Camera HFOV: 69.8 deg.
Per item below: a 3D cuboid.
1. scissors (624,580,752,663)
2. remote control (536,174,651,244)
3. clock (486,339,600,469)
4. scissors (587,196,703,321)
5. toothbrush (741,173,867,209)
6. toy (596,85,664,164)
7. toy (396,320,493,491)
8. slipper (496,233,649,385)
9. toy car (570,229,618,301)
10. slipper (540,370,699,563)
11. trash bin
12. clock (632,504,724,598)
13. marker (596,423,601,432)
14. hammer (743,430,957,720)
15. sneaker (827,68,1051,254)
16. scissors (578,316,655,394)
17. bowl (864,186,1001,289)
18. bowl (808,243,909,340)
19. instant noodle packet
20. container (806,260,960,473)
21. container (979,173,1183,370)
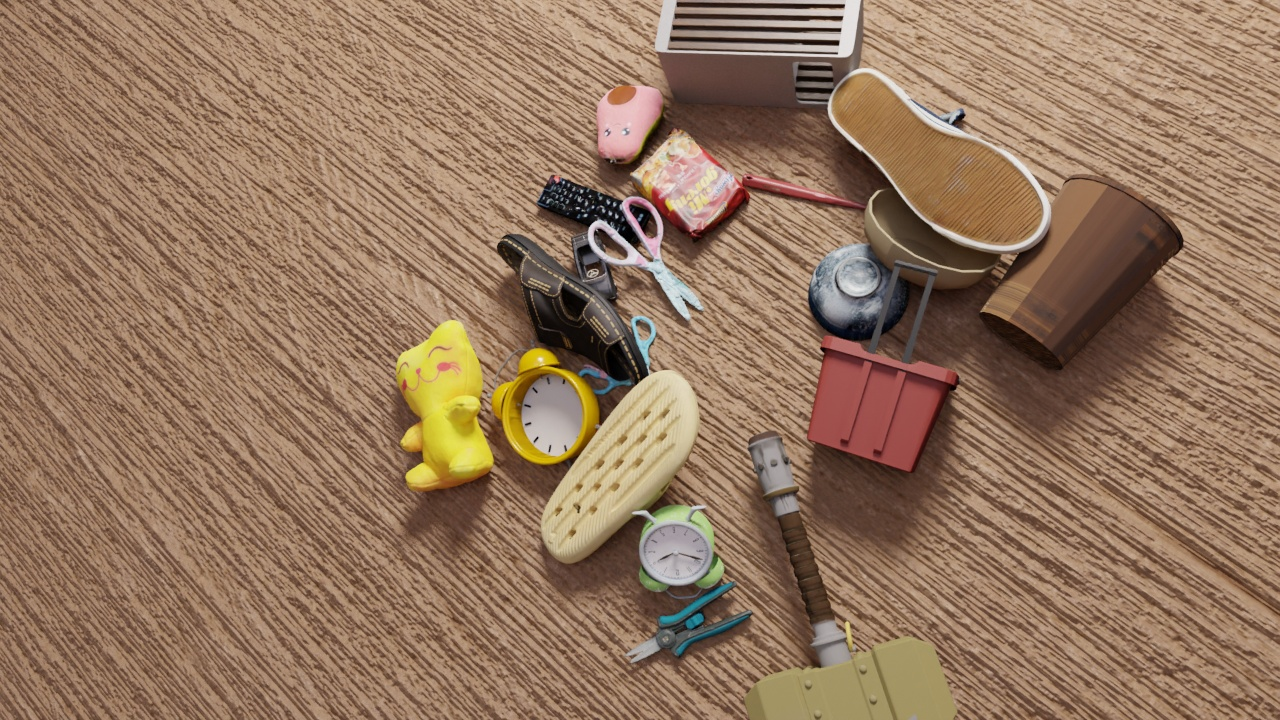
[{"bbox_3d":[0.052,0.287,1.006,0.127,0.019,0.142,18,87,12],"label":"scissors"},{"bbox_3d":[-0.059,-0.190,1.161,0.150,0.022,0.047,25,83,20],"label":"remote control"},{"bbox_3d":[-0.114,0.054,1.085,0.152,0.052,0.114,46,107,18],"label":"clock"},{"bbox_3d":[0.004,-0.109,1.108,0.103,0.016,0.179,-29,83,-10],"label":"scissors"},{"bbox_3d":[0.212,-0.198,1.098,0.190,0.016,0.016,17,80,17],"label":"toothbrush"},{"bbox_3d":[-0.016,-0.297,1.162,0.090,0.051,0.110,6,78,17],"label":"toy"},{"bbox_3d":[-0.227,0.058,1.100,0.135,0.087,0.193,-30,65,36],"label":"toy"},{"bbox_3d":[-0.091,-0.053,1.084,0.075,0.113,0.268,-42,64,-13],"label":"slipper"},{"bbox_3d":[-0.058,-0.114,1.125,0.040,0.037,0.092,-17,84,8],"label":"toy car"},{"bbox_3d":[-0.011,0.130,1.033,0.262,0.079,0.111,-50,50,18],"label":"slipper"},{"bbox_3d":[0.148,-0.389,1.112,0.229,0.114,0.114,7,77,15],"label":"trash bin"},{"bbox_3d":[0.042,0.208,1.003,0.094,0.042,0.119,-5,108,10],"label":"clock"},{"bbox_3d":[-0.079,0.057,1.105,0.142,0.013,0.013,41,88,21],"label":"marker"},{"bbox_3d":[0.174,0.230,0.948,0.190,0.100,0.324,-19,72,8],"label":"hammer"},{"bbox_3d":[0.342,-0.217,1.020,0.121,0.127,0.294,-52,55,20],"label":"sneaker"},{"bbox_3d":[-0.006,0.005,1.103,0.135,0.015,0.133,10,79,10],"label":"scissors"},{"bbox_3d":[0.313,-0.126,1.010,0.152,0.051,0.152,10,42,-10],"label":"bowl"},{"bbox_3d":[0.245,-0.085,1.037,0.114,0.061,0.114,-4,75,14],"label":"bowl"},{"bbox_3d":[0.058,-0.216,1.130,0.098,0.040,0.135,-40,69,-6],"label":"instant noodle packet"},{"bbox_3d":[0.262,0.006,0.973,0.148,0.127,0.201,17,90,17],"label":"container"},{"bbox_3d":[0.449,-0.086,0.957,0.132,0.132,0.167,39,93,20],"label":"container"}]
